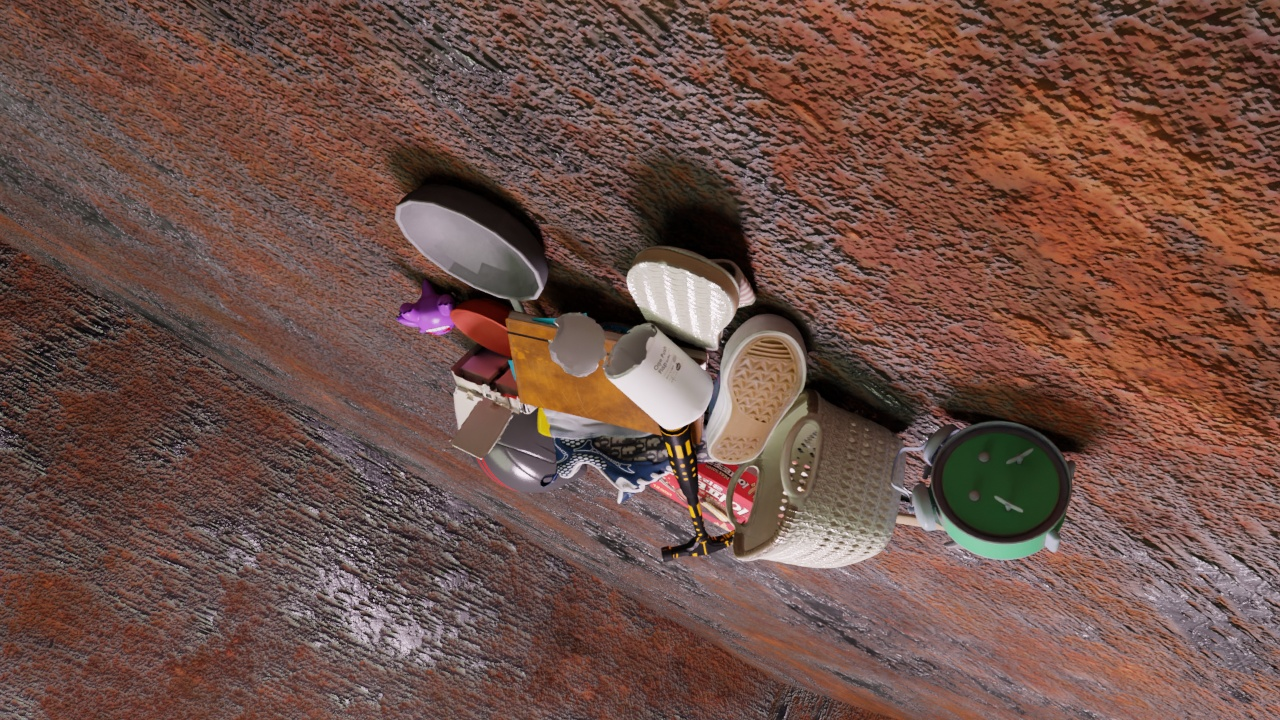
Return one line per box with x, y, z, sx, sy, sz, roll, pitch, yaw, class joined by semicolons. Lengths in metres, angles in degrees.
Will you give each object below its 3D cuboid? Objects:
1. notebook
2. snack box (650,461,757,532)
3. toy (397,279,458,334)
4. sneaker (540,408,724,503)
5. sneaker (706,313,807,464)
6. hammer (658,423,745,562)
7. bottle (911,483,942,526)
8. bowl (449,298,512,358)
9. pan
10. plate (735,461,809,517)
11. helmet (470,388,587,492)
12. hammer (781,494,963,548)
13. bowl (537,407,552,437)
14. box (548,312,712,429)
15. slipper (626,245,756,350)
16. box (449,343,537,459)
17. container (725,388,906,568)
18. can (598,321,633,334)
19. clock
-0.046;0.016;1.072;0.249;0.014;0.179;12;141;11;notebook
0.096;0.176;1.280;0.152;0.035;0.133;29;152;8;snack box
-0.284;-0.067;1.267;0.106;0.055;0.088;-12;148;3;toy
0.001;0.122;1.189;0.269;0.132;0.103;6;-176;7;sneaker
0.118;0.020;0.976;0.087;0.079;0.236;3;143;-6;sneaker
0.067;0.165;1.159;0.123;0.036;0.321;-15;140;-1;hammer
0.359;0.157;1.022;0.061;0.061;0.131;33;159;-23;bottle
-0.194;-0.048;1.232;0.122;0.035;0.122;23;160;9;bowl
-0.156;-0.090;1.072;0.179;0.041;0.357;17;158;23;pan
0.181;0.163;1.280;0.230;0.021;0.230;16;152;9;plate
-0.181;0.114;1.421;0.164;0.169;0.264;8;154;42;helmet
0.283;0.203;1.221;0.332;0.030;0.119;2;151;31;hammer
-0.090;0.063;1.305;0.117;0.068;0.117;-3;-167;0;bowl
-0.011;0.005;0.964;0.162;0.084;0.112;43;151;-28;box
0.051;-0.063;0.878;0.115;0.052;0.263;20;170;6;slipper
-0.198;0.056;1.279;0.145;0.185;0.095;22;160;31;box
0.194;0.147;1.046;0.143;0.184;0.247;16;162;-3;container
-0.007;0.007;1.124;0.130;0.044;0.130;23;160;9;can
0.323;0.119;0.880;0.162;0.121;0.075;12;157;26;clock
